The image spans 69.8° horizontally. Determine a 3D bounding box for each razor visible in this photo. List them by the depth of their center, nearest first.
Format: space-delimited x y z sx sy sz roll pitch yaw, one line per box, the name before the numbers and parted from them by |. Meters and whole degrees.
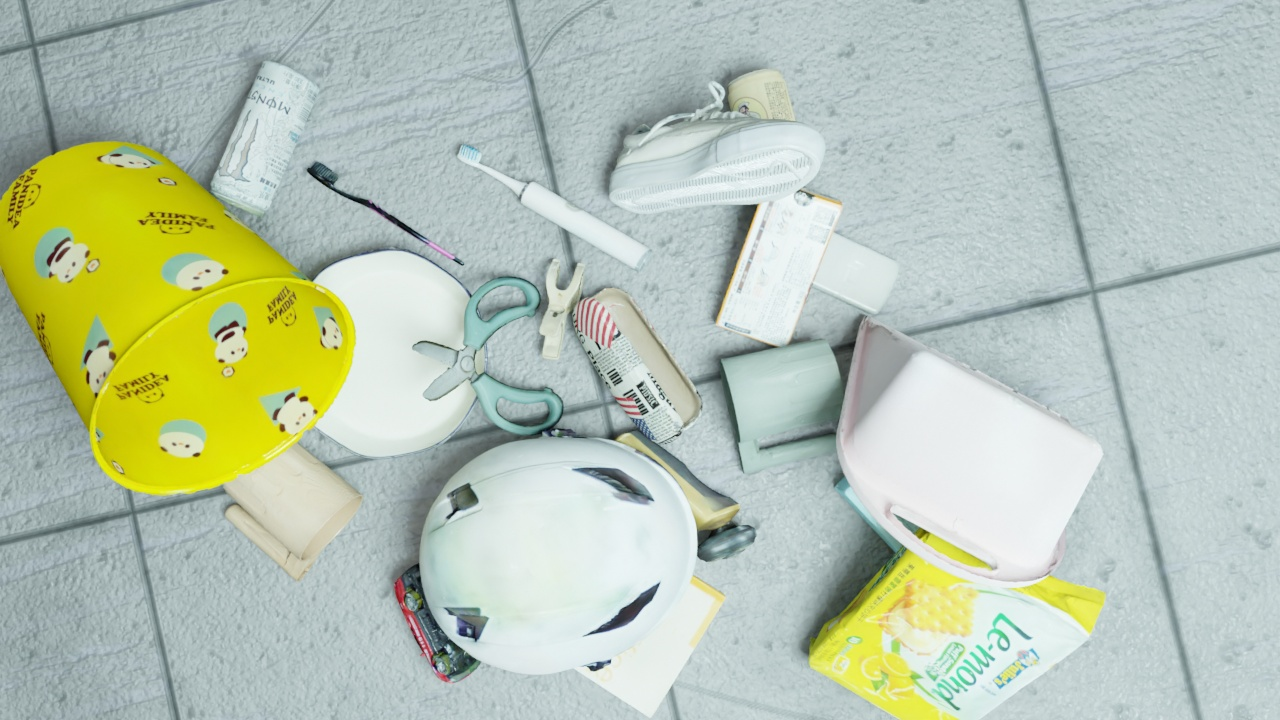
razor | 0.038 0.131 0.899 0.167 0.062 0.067 43 60 7

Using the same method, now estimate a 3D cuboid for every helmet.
helmet | -0.087 0.172 0.829 0.259 0.146 0.229 -7 81 13

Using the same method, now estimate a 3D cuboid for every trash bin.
trash bin | -0.424 -0.050 0.818 0.255 0.229 0.229 42 90 23

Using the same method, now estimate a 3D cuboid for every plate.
plate | -0.250 -0.006 0.916 0.205 0.045 0.205 0 88 2

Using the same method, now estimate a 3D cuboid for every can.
can | 0.125 -0.220 0.899 0.058 0.058 0.116 -13 88 2
can | -0.376 -0.221 0.918 0.058 0.058 0.146 23 90 2

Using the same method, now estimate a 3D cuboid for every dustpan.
dustpan | 0.269 0.077 0.802 0.222 0.273 0.139 28 100 7

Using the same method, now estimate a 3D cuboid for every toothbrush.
toothbrush | -0.089 -0.155 0.922 0.221 0.026 0.026 31 112 3
toothbrush | -0.258 -0.149 0.935 0.189 0.014 0.017 32 78 2

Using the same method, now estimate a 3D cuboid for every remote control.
remote control | 0.180 -0.101 0.913 0.150 0.021 0.058 26 89 2

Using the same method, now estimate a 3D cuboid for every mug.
mug | 0.139 0.045 0.890 0.103 0.083 0.124 -14 115 1
mug | -0.350 0.145 0.907 0.103 0.084 0.125 40 117 4

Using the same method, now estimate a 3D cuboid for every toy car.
toy car | -0.201 0.259 0.905 0.045 0.052 0.120 -33 82 40

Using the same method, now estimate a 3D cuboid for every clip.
clip | -0.080 -0.052 0.909 0.034 0.066 0.099 9 66 0

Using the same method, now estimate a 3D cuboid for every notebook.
notebook | -0.039 0.242 0.919 0.206 0.010 0.146 32 90 3

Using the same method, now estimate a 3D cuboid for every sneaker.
sneaker | 0.070 -0.197 0.841 0.089 0.243 0.090 22 75 -41

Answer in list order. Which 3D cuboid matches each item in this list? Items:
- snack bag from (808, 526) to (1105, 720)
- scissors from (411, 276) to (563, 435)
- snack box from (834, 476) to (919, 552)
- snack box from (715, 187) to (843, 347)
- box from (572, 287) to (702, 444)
snack bag | 0.270 0.239 0.827 0.158 0.068 0.247 30 131 3
scissors | -0.132 0.009 0.892 0.181 0.019 0.169 55 52 -18
snack box | 0.276 0.161 0.889 0.074 0.051 0.175 -43 89 -1
snack box | 0.132 -0.092 0.884 0.075 0.026 0.154 19 113 2
box | -0.008 0.007 0.886 0.076 0.087 0.163 -33 90 8
